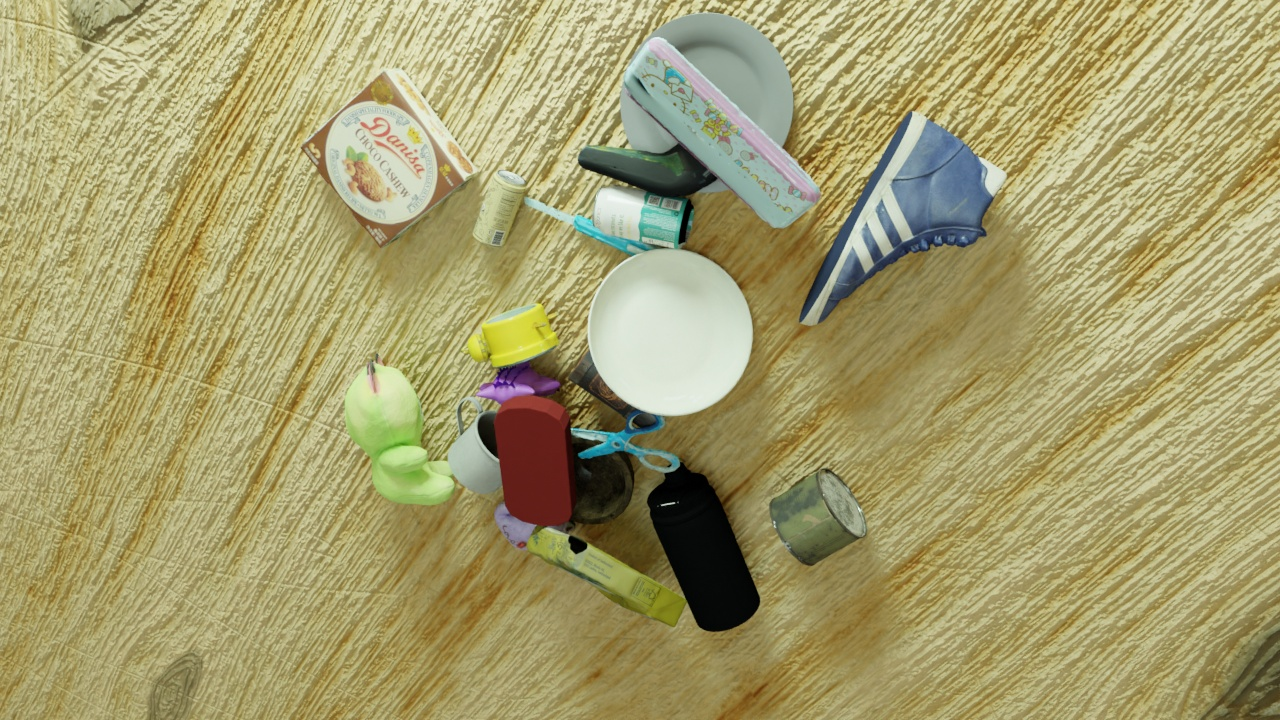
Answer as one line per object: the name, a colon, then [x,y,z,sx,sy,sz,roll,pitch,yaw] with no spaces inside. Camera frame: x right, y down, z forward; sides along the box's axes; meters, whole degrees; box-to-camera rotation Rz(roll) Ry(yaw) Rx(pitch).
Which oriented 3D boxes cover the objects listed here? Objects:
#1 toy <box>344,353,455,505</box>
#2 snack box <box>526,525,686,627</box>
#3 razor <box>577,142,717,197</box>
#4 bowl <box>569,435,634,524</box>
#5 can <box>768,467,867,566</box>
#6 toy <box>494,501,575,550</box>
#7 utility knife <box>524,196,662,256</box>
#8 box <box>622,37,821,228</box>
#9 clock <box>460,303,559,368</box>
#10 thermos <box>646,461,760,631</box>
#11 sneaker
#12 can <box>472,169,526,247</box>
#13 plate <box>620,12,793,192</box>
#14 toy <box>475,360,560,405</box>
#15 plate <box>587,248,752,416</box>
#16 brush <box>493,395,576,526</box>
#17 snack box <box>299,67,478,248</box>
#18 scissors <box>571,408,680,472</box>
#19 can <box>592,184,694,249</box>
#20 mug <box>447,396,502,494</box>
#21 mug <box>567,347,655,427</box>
toy: [-0.303,0.091,1.123,0.107,0.150,0.197,-32,105,-7]
snack box: [-0.045,0.260,1.111,0.181,0.045,0.121,37,163,-32]
razor: [0.009,-0.207,0.950,0.151,0.053,0.067,14,102,15]
bowl: [-0.062,0.134,1.125,0.121,0.056,0.121,5,114,12]
can: [0.204,0.181,1.060,0.075,0.089,0.090,-37,100,25]
toy: [-0.141,0.206,1.187,0.100,0.036,0.080,-27,105,25]
utility knife: [-0.054,-0.148,1.020,0.167,0.015,0.022,25,116,0]
box: [0.089,-0.228,0.875,0.214,0.089,0.091,42,148,-6]
clock: [-0.152,-0.024,1.063,0.119,0.083,0.057,-15,103,17]
thermos: [0.072,0.222,1.113,0.086,0.086,0.199,-16,108,20]
sneaker: [0.266,-0.116,0.920,0.118,0.091,0.233,25,109,-1]
can: [-0.157,-0.169,1.024,0.038,0.038,0.080,27,117,1]
plate: [0.067,-0.262,0.942,0.178,0.012,0.179,5,114,12]
toy: [-0.146,0.028,1.083,0.106,0.088,0.056,-3,106,15]
plate: [0.031,-0.030,1.004,0.182,0.034,0.182,1,85,-10]
brush: [-0.118,0.113,1.061,0.082,0.041,0.174,5,123,10]
snack box: [-0.281,-0.225,1.029,0.147,0.041,0.143,-31,102,24]
scissors: [-0.021,0.085,1.042,0.140,0.013,0.118,13,133,11]
can: [0.003,-0.155,0.982,0.102,0.054,0.055,12,116,8]
mug: [-0.195,0.103,1.133,0.113,0.084,0.071,50,118,6]
mug: [-0.006,0.006,1.045,0.107,0.080,0.116,36,106,-5]
